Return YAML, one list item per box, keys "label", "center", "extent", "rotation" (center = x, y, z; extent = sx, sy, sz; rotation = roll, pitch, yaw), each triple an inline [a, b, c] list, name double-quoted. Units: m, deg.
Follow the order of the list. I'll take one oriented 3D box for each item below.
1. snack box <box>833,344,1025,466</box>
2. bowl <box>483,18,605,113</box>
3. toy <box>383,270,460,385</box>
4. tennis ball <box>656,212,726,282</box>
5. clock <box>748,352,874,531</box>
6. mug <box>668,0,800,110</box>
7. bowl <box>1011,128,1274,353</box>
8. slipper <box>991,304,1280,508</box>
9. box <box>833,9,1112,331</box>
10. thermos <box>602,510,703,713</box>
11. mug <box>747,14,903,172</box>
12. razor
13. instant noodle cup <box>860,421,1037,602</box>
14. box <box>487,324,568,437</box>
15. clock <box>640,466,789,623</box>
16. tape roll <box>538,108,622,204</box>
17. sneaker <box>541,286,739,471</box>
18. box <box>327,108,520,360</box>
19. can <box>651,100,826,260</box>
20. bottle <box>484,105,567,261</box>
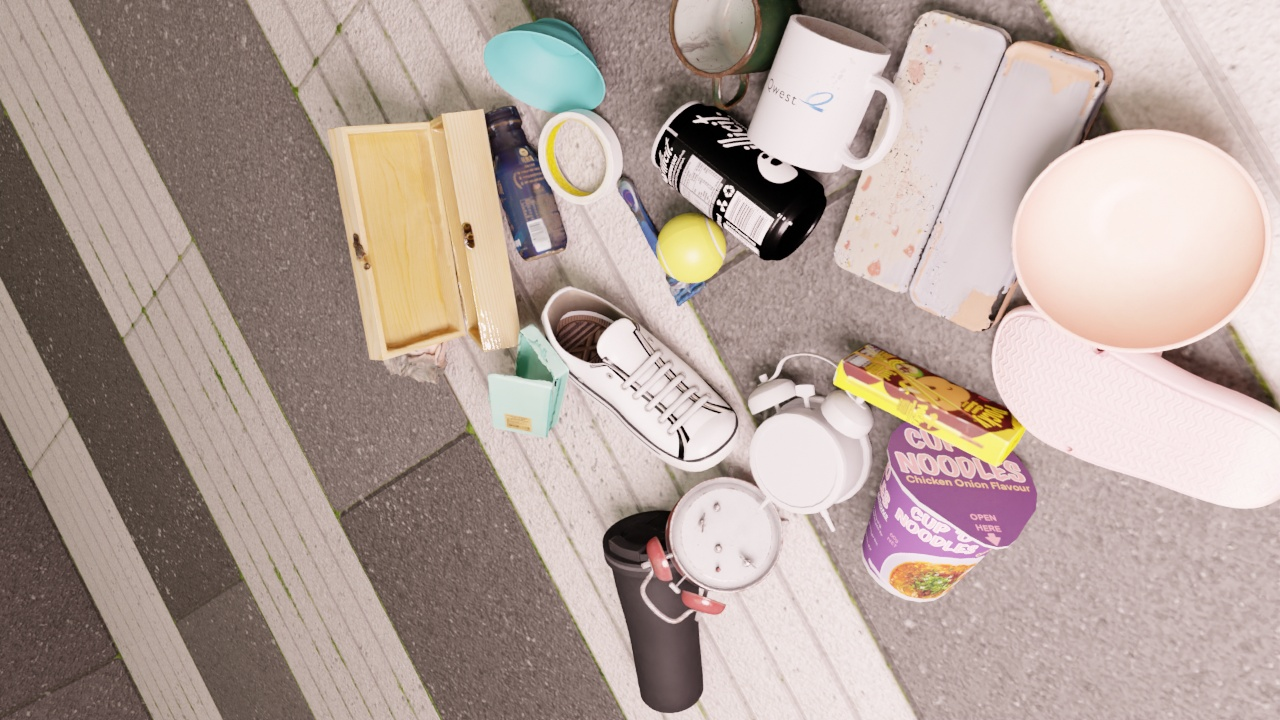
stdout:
- label: "snack box"
  center: [0.240, 0.034, 0.764]
  extent: [0.149, 0.061, 0.026]
  rotation: [29, 121, 27]
- label: "bowl"
  center: [-0.087, -0.296, 0.893]
  extent: [0.121, 0.121, 0.046]
  rotation: [0, 66, 38]
- label: "toy"
  center: [-0.274, -0.045, 1.133]
  extent: [0.132, 0.076, 0.176]
  rotation: [47, 121, 14]
- label: "tennis ball"
  center: [0.048, -0.106, 0.861]
  extent: [0.065, 0.065, 0.065]
  rotation: [14, 114, 34]
- label: "clock"
  center: [0.157, 0.069, 0.848]
  extent: [0.120, 0.060, 0.159]
  rotation: [12, 109, 35]
- label: "mug"
  center: [0.080, -0.267, 0.765]
  extent: [0.085, 0.081, 0.111]
  rotation: [15, 115, 33]
- label: "bowl"
  center: [0.344, -0.085, 0.630]
  extent: [0.153, 0.076, 0.153]
  rotation: [13, 113, 33]
- label: "slipper"
  center: [0.359, 0.032, 0.673]
  extent: [0.222, 0.055, 0.107]
  rotation: [32, 130, 37]
- label: "box"
  center: [0.246, -0.145, 0.713]
  extent: [0.151, 0.042, 0.217]
  rotation: [34, 124, 30]
- label: "thermos"
  center: [0.023, 0.275, 1.002]
  extent: [0.106, 0.105, 0.219]
  rotation: [9, 116, 36]
- label: "mug"
  center: [0.154, -0.204, 0.727]
  extent: [0.119, 0.082, 0.097]
  rotation: [40, 126, 29]
- label: "razor"
  center: [0.013, -0.121, 0.913]
  extent: [0.044, 0.018, 0.141]
  rotation: [-36, 83, 41]
- label: "instant noodle cup"
  center: [0.246, 0.139, 0.765]
  extent: [0.136, 0.122, 0.122]
  rotation: [-97, 16, -49]
- label: "box"
  center: [-0.130, 0.042, 0.991]
  extent: [0.077, 0.079, 0.189]
  rotation: [51, 160, 10]
- label: "clock"
  center: [0.067, 0.185, 0.893]
  extent: [0.110, 0.156, 0.062]
  rotation: [44, 168, 6]
- label: "tape roll"
  center: [-0.062, -0.206, 0.933]
  extent: [0.094, 0.019, 0.094]
  rotation: [16, 122, 28]
- label: "sneaker"
  center: [-0.005, 0.005, 0.904]
  extent: [0.245, 0.091, 0.097]
  rotation: [42, 164, 25]
- label: "box"
  center: [-0.221, -0.138, 1.005]
  extent: [0.184, 0.141, 0.248]
  rotation: [-6, 103, 5]
- label: "can"
  center: [0.085, -0.157, 0.803]
  extent: [0.146, 0.080, 0.080]
  rotation: [42, 127, 19]
- label: "bottle"
  center: [-0.125, -0.187, 0.972]
  extent: [0.056, 0.056, 0.161]
  rotation: [-13, 98, 40]
